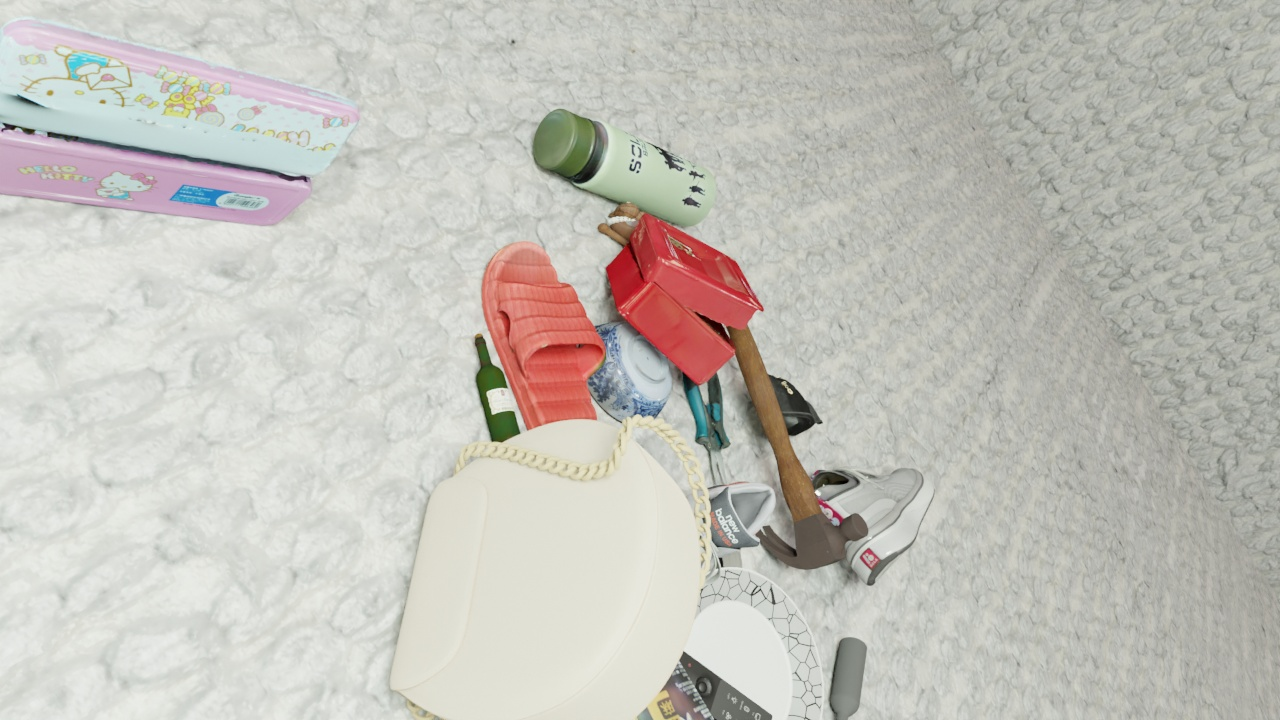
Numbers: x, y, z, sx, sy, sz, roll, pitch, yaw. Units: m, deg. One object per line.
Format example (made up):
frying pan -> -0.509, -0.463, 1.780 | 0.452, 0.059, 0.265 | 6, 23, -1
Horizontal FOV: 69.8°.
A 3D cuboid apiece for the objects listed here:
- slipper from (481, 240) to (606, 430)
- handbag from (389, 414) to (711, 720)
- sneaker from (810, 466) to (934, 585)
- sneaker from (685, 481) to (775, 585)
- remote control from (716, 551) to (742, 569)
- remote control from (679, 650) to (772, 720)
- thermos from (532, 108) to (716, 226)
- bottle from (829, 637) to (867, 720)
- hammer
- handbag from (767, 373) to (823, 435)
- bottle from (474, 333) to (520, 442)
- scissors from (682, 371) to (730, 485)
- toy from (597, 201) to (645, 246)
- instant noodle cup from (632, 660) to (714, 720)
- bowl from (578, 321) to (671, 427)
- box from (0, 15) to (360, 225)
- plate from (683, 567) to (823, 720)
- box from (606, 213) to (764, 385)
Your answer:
slipper -> -0.076, -0.006, 0.838 | 0.103, 0.059, 0.248 | 3, 64, -48
handbag -> -0.068, 0.142, 0.614 | 0.103, 0.209, 0.210 | 48, 34, -42
sneaker -> 0.267, 0.167, 1.093 | 0.129, 0.097, 0.262 | 42, 25, 14
sneaker -> 0.036, 0.156, 0.794 | 0.239, 0.125, 0.089 | -23, 83, -53
remote control -> 0.090, 0.221, 0.903 | 0.033, 0.013, 0.136 | 21, 50, -37
remote control -> 0.053, 0.283, 0.787 | 0.150, 0.013, 0.034 | 40, 50, -15
thermos -> -0.018, -0.218, 1.044 | 0.231, 0.083, 0.082 | 11, 57, -44
bottle -> 0.212, 0.340, 0.945 | 0.030, 0.030, 0.112 | 46, 38, -16
hammer -> 0.140, 0.065, 0.986 | 0.033, 0.116, 0.322 | 2, 63, -48
handbag -> 0.167, 0.049, 1.066 | 0.079, 0.054, 0.128 | 63, 17, 15
bottle -> -0.126, 0.025, 0.785 | 0.025, 0.025, 0.106 | 2, 64, -48
scissors -> 0.076, 0.061, 0.998 | 0.123, 0.019, 0.147 | 48, 40, -15
toy -> 0.001, -0.139, 1.037 | 0.102, 0.042, 0.054 | 32, 66, -19
instant noodle cup -> -0.020, 0.251, 0.668 | 0.137, 0.138, 0.112 | 5, 52, -47
bowl -> -0.005, 0.005, 0.921 | 0.114, 0.045, 0.114 | 28, 46, -34
box -> -0.306, -0.143, 0.594 | 0.213, 0.151, 0.035 | 1, 63, -48
plate -> 0.093, 0.285, 0.839 | 0.188, 0.016, 0.188 | 17, 58, -30
box -> 0.035, -0.065, 0.942 | 0.134, 0.110, 0.157 | 30, 19, -17
